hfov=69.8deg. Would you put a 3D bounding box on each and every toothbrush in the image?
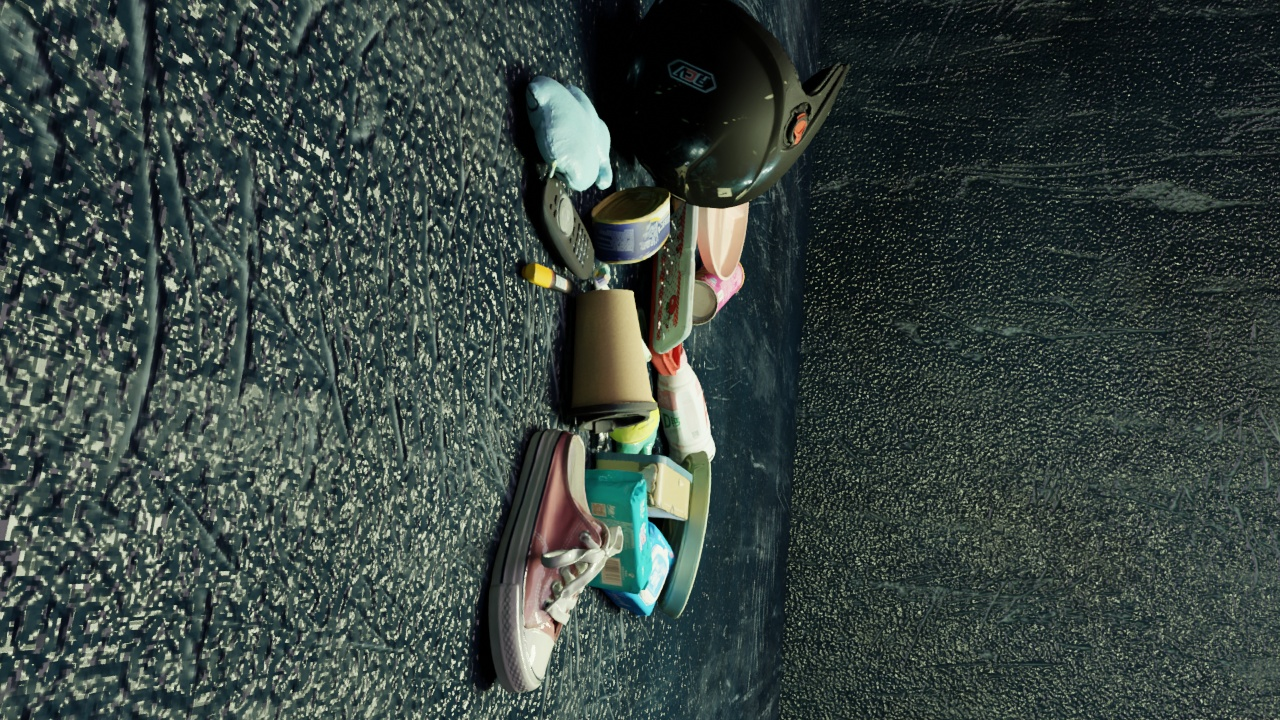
[{"bbox_3d":[-0.049,0.010,1.014,0.017,0.014,0.189,-19,110,-51],"label":"toothbrush"},{"bbox_3d":[-0.018,-0.047,1.050,0.029,0.020,0.189,-62,152,-20],"label":"toothbrush"}]

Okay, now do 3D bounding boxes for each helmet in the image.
[{"bbox_3d":[0.086,-0.298,1.047,0.230,0.233,0.274,-57,165,4],"label":"helmet"}]

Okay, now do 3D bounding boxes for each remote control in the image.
[{"bbox_3d":[-0.075,-0.126,0.880,0.136,0.024,0.053,61,34,-57],"label":"remote control"}]

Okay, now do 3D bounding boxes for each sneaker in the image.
[{"bbox_3d":[-0.071,0.175,0.823,0.118,0.088,0.240,64,31,-59],"label":"sneaker"}]

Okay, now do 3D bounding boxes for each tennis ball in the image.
[{"bbox_3d":[-0.012,0.063,1.053,0.065,0.065,0.065,3,89,-74],"label":"tennis ball"}]

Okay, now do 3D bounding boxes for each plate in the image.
[{"bbox_3d":[0.118,-0.231,1.320,0.229,0.028,0.229,6,89,-71],"label":"plate"},{"bbox_3d":[0.055,0.233,1.248,0.230,0.027,0.230,-172,-87,-86],"label":"plate"}]

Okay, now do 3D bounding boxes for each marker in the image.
[{"bbox_3d":[-0.085,-0.076,0.874,0.123,0.015,0.018,10,85,-76],"label":"marker"}]

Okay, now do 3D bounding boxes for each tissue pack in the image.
[{"bbox_3d":[-0.001,0.252,1.109,0.094,0.052,0.157,-64,155,-22],"label":"tissue pack"},{"bbox_3d":[-0.038,0.170,0.931,0.050,0.093,0.134,-48,139,-59],"label":"tissue pack"}]

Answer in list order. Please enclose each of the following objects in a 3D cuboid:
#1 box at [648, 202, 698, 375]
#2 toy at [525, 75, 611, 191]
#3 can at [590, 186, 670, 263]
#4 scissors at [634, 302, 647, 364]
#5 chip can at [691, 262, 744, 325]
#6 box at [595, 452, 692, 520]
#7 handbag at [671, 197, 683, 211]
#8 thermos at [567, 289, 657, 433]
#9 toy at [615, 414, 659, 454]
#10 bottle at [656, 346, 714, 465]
[{"bbox_3d":[0.041,-0.094,1.195,0.160,0.063,0.200,103,-9,-67],"label":"box"},{"bbox_3d":[-0.064,-0.208,0.855,0.161,0.050,0.156,57,23,-44],"label":"toy"},{"bbox_3d":[-0.009,-0.153,1.020,0.147,0.075,0.049,-58,149,-61],"label":"can"},{"bbox_3d":[-0.005,0.005,1.154,0.177,0.019,0.171,66,30,-54],"label":"scissors"},{"bbox_3d":[0.108,-0.114,1.439,0.210,0.071,0.071,-44,134,-67],"label":"chip can"},{"bbox_3d":[0.006,0.152,1.092,0.184,0.090,0.063,45,49,-72],"label":"box"},{"bbox_3d":[0.100,-0.290,1.384,0.163,0.063,0.178,12,87,-72],"label":"handbag"},{"bbox_3d":[-0.033,0.002,0.948,0.093,0.093,0.143,16,68,-73],"label":"thermos"},{"bbox_3d":[-0.002,0.098,1.136,0.091,0.030,0.096,-28,126,-54],"label":"toy"},{"bbox_3d":[0.060,0.066,1.308,0.068,0.068,0.197,-69,152,-48],"label":"bottle"}]
